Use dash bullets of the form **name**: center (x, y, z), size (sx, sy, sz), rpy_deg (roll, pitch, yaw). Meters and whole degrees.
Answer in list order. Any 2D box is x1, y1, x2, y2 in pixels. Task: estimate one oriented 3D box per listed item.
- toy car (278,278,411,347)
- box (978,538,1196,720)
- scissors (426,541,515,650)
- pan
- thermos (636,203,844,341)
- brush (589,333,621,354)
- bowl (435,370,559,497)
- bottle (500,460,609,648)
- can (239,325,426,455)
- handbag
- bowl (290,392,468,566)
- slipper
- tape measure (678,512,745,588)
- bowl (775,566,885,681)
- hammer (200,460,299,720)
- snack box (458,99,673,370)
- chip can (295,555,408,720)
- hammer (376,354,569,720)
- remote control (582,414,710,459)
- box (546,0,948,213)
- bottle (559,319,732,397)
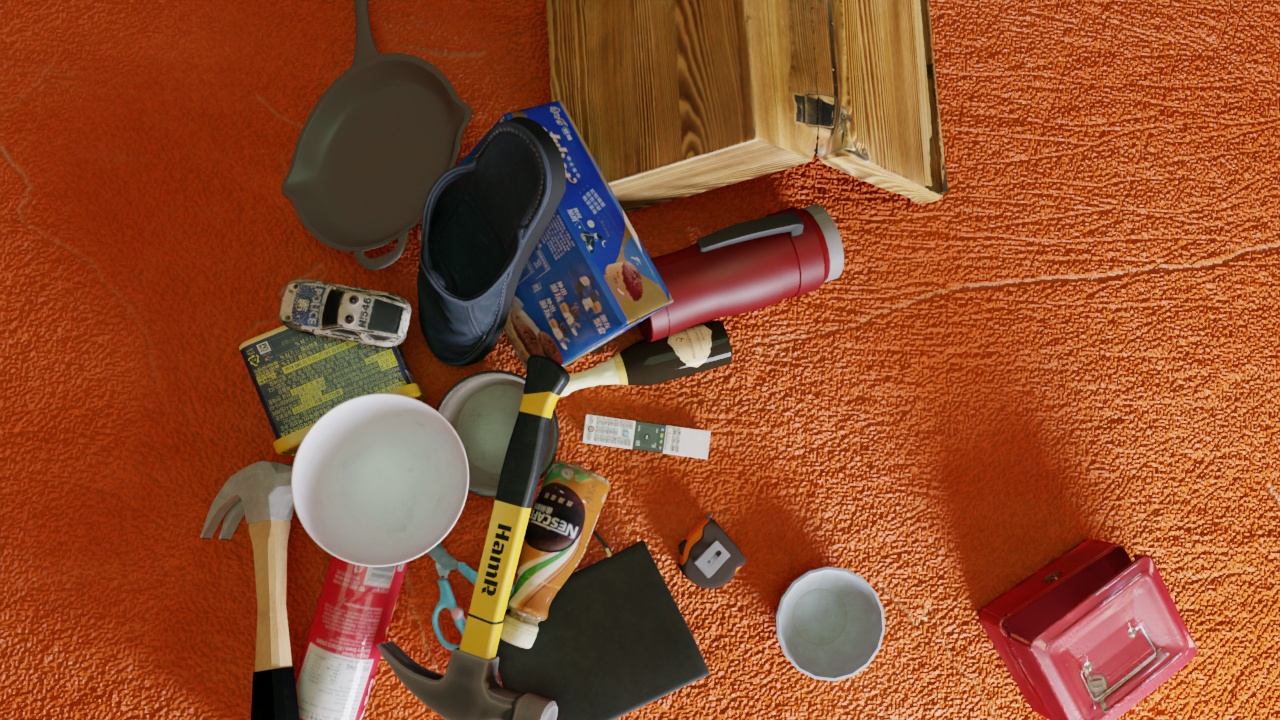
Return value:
- **toy car**: center (-0.258, -0.042, 0.799), size (0.113, 0.040, 0.048), rpy_deg (9, 79, -1)
- **box**: center (0.433, 0.266, 0.893), size (0.157, 0.098, 0.130), rpy_deg (-30, 93, -11)
- **scissors**: center (-0.167, 0.191, 0.856), size (0.095, 0.015, 0.142), rpy_deg (-23, 75, -2)
- **pan**: center (-0.253, -0.250, 0.872), size (0.217, 0.024, 0.354), rpy_deg (-15, 73, 21)
- **thermos**: center (0.089, -0.091, 0.869), size (0.198, 0.108, 0.084), rpy_deg (-19, 61, -11)
- **brush**: center (0.001, -0.064, 0.910), size (0.151, 0.012, 0.039), rpy_deg (-37, 89, -8)
- **bowl**: center (-0.132, 0.066, 0.859), size (0.115, 0.059, 0.115), rpy_deg (0, 92, -1)
- **bottle**: center (-0.083, 0.176, 0.834), size (0.059, 0.059, 0.167), rpy_deg (22, 78, -4)
- **can**: center (-0.283, 0.013, 0.846), size (0.135, 0.075, 0.104), rpy_deg (-24, 85, -7)
- **handbag**: center (-0.057, 0.235, 0.858), size (0.175, 0.072, 0.195), rpy_deg (-24, 75, -4)
- **bowl**: center (-0.221, 0.104, 0.798), size (0.144, 0.074, 0.144), rpy_deg (1, 80, -8)
- **slipper**: center (-0.157, -0.089, 0.784), size (0.083, 0.266, 0.109), rpy_deg (-27, 70, -45)
- **tape measure**: center (0.066, 0.189, 0.883), size (0.058, 0.038, 0.058), rpy_deg (-40, 90, -8)
- **bowl**: center (0.178, 0.251, 0.888), size (0.106, 0.039, 0.106), rpy_deg (0, 85, -6)
- **hammer**: center (-0.317, 0.250, 0.790), size (0.131, 0.039, 0.327), rpy_deg (-15, 72, 20)
- **snack box**: center (-0.085, -0.102, 0.828), size (0.069, 0.155, 0.202), rpy_deg (-29, 90, -43)
- **chip can**: center (-0.269, 0.264, 0.827), size (0.073, 0.073, 0.233), rpy_deg (15, 83, -4)
- **hammer**: center (-0.122, 0.154, 0.802), size (0.170, 0.034, 0.324), rpy_deg (12, 85, 19)
- **remote control**: center (0.006, 0.075, 0.899), size (0.124, 0.012, 0.028), rpy_deg (8, 84, -5)
- **box**: center (0.123, -0.292, 0.891), size (0.335, 0.287, 0.279), rpy_deg (4, 81, -48)
- **bottle**: center (-0.005, 0.005, 0.887), size (0.184, 0.045, 0.045), rpy_deg (-15, 87, -7)
